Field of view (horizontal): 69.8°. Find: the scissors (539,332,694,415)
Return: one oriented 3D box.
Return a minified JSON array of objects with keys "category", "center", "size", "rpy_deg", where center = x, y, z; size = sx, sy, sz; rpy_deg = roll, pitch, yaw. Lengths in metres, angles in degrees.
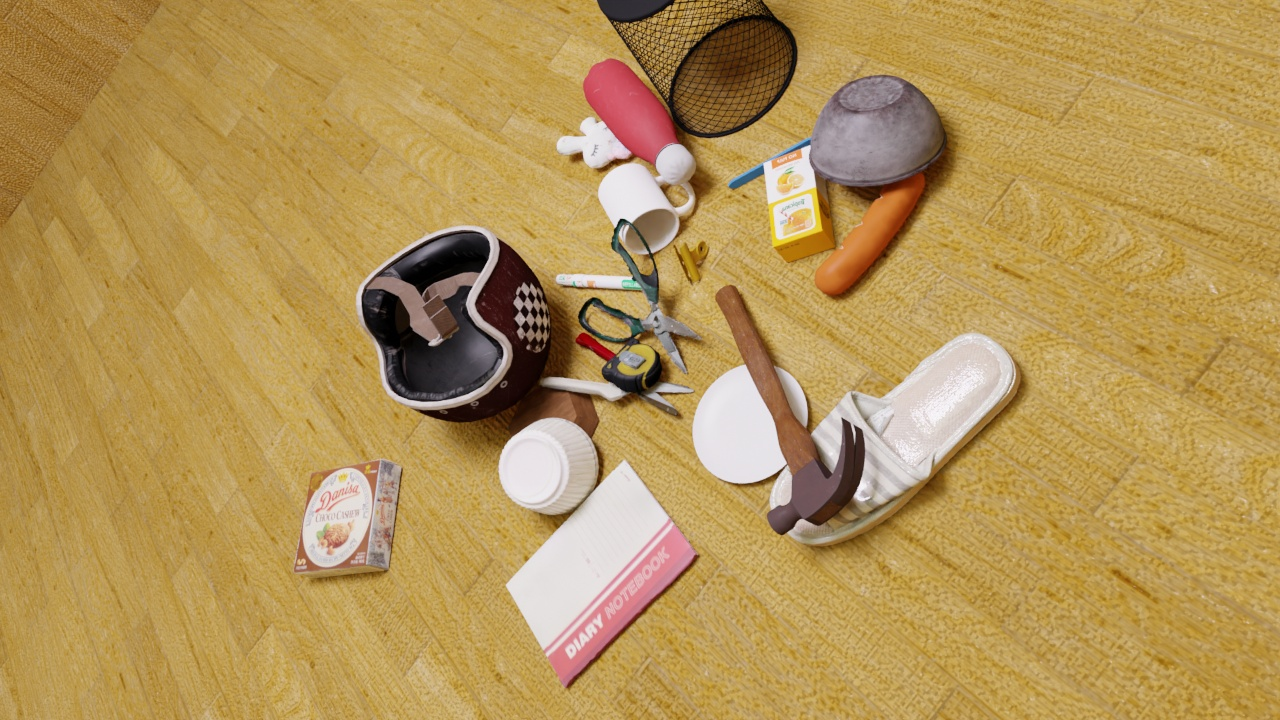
[{"category":"scissors","center":[-0.034,0.019,1.100],"size":[0.179,0.015,0.186],"rpy_deg":[-18,46,4]}]

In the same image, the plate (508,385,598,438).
[{"category":"plate","center":[-0.114,0.079,1.131],"size":[0.132,0.025,0.131],"rpy_deg":[-15,62,28]}]

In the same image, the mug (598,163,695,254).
[{"category":"mug","center":[0.014,-0.197,1.150],"size":[0.110,0.074,0.090],"rpy_deg":[-23,54,-7]}]

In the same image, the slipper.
[{"category":"slipper","center":[0.238,0.075,0.880],"size":[0.273,0.054,0.114],"rpy_deg":[-40,57,13]}]

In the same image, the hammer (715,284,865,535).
[{"category":"hammer","center":[0.135,0.029,0.943],"size":[0.115,0.033,0.322],"rpy_deg":[-44,39,23]}]

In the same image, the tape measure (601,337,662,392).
[{"category":"tape measure","center":[-0.006,0.006,1.066],"size":[0.061,0.034,0.061],"rpy_deg":[25,59,31]}]

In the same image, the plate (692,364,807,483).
[{"category":"plate","center":[0.118,0.068,0.988],"size":[0.135,0.011,0.134],"rpy_deg":[-15,62,28]}]

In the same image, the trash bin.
[{"category":"trash bin","center":[0.063,-0.409,1.115],"size":[0.184,0.210,0.183],"rpy_deg":[-15,61,28]}]

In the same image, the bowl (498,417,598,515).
[{"category":"bowl","center":[-0.113,0.124,1.061],"size":[0.115,0.062,0.115],"rpy_deg":[-1,88,21]}]

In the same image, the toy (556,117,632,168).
[{"category":"toy","center":[-0.055,-0.301,1.258],"size":[0.123,0.038,0.079],"rpy_deg":[21,69,34]}]

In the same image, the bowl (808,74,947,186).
[{"category":"bowl","center":[0.248,-0.254,0.975],"size":[0.145,0.067,0.144],"rpy_deg":[-11,42,10]}]

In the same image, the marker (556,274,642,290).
[{"category":"marker","center":[-0.049,-0.101,1.175],"size":[0.146,0.017,0.017],"rpy_deg":[6,73,36]}]

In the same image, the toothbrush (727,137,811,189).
[{"category":"toothbrush","center":[0.177,-0.249,1.090],"size":[0.167,0.016,0.014],"rpy_deg":[-26,57,23]}]

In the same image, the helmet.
[{"category":"helmet","center":[-0.222,-0.045,1.112],"size":[0.234,0.254,0.233],"rpy_deg":[2,45,30]}]

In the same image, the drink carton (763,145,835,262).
[{"category":"drink carton","center":[0.179,-0.180,1.041],"size":[0.059,0.040,0.122],"rpy_deg":[-17,61,27]}]

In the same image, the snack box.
[{"category":"snack box","center":[-0.399,0.216,1.252],"size":[0.143,0.041,0.146],"rpy_deg":[-12,63,30]}]

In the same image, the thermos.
[{"category":"thermos","center":[0.002,-0.301,1.171],"size":[0.073,0.073,0.239],"rpy_deg":[-42,51,11]}]

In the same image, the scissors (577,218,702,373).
[{"category":"scissors","center":[-0.011,-0.052,1.107],"size":[0.180,0.015,0.206],"rpy_deg":[-40,70,39]}]

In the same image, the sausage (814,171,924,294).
[{"category":"sausage","center":[0.246,-0.138,0.977],"size":[0.164,0.039,0.044],"rpy_deg":[-53,45,3]}]

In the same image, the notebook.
[{"category":"notebook","center":[-0.048,0.235,1.024],"size":[0.209,0.012,0.153],"rpy_deg":[-47,51,8]}]

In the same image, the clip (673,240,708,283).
[{"category":"clip","center":[0.056,-0.125,1.104],"size":[0.037,0.053,0.046],"rpy_deg":[-5,36,36]}]
